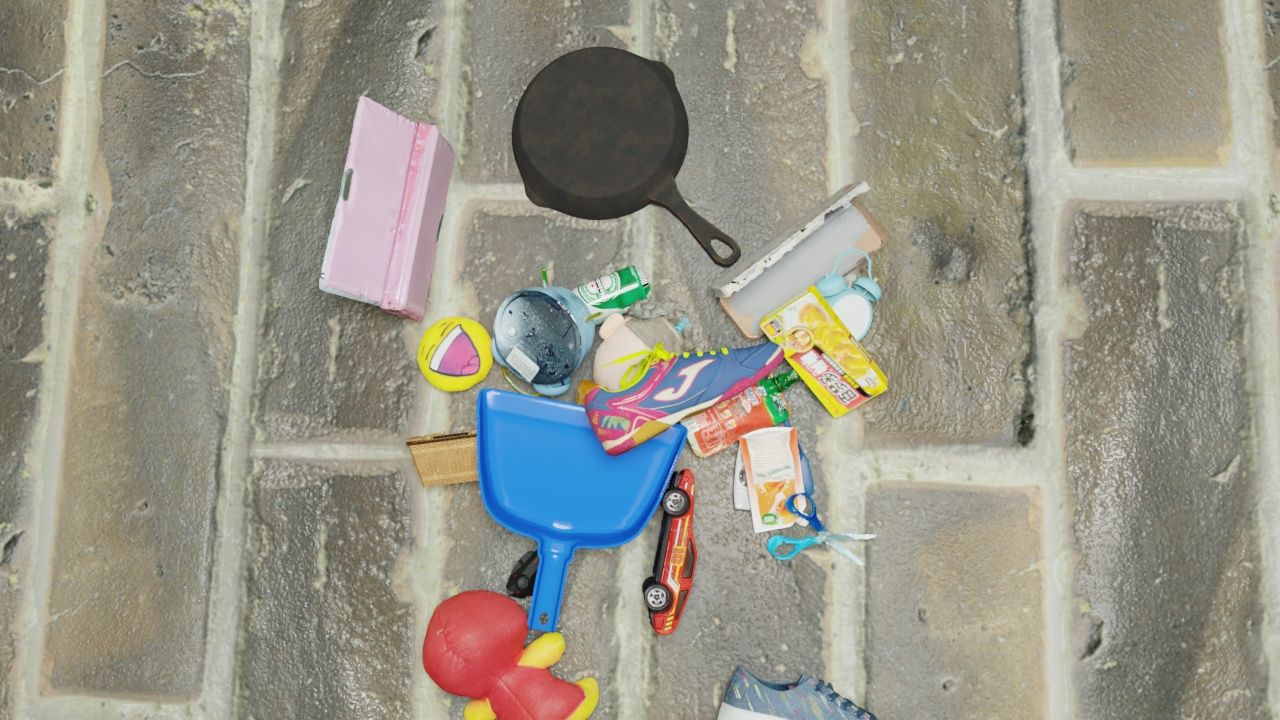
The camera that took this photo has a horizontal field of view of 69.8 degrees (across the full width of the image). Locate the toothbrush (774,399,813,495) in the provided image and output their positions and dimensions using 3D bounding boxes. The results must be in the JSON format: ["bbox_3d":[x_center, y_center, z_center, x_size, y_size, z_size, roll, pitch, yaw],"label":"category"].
[{"bbox_3d":[0.185,0.100,1.109,0.021,0.016,0.132,-17,82,3],"label":"toothbrush"}]

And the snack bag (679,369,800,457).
[{"bbox_3d":[0.120,0.051,1.100,0.155,0.044,0.087,-28,85,3],"label":"snack bag"}]

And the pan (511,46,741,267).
[{"bbox_3d":[-0.008,-0.249,1.148,0.248,0.043,0.356,-45,83,-3],"label":"pan"}]

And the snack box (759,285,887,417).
[{"bbox_3d":[0.215,-0.009,1.076,0.075,0.025,0.152,-34,105,28],"label":"snack box"}]

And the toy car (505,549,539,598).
[{"bbox_3d":[-0.124,0.245,1.098,0.036,0.042,0.091,38,86,30],"label":"toy car"}]

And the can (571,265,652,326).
[{"bbox_3d":[-0.038,-0.078,1.124,0.101,0.053,0.053,-22,82,0],"label":"can"}]

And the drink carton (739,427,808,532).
[{"bbox_3d":[0.160,0.144,1.086,0.069,0.039,0.122,-10,101,-2],"label":"drink carton"}]

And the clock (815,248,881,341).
[{"bbox_3d":[0.244,-0.073,1.097,0.087,0.042,0.123,4,104,-25],"label":"clock"}]

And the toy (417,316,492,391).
[{"bbox_3d":[-0.229,-0.008,1.133,0.094,0.041,0.095,34,82,3],"label":"toy"}]

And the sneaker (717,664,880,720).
[{"bbox_3d":[0.208,0.401,1.040,0.235,0.087,0.079,8,78,7],"label":"sneaker"}]

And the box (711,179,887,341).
[{"bbox_3d":[0.196,-0.115,1.109,0.216,0.094,0.107,-36,110,-2],"label":"box"}]

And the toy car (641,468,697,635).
[{"bbox_3d":[0.038,0.220,1.070,0.056,0.081,0.189,9,83,-2],"label":"toy car"}]

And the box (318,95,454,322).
[{"bbox_3d":[-0.286,-0.173,1.093,0.059,0.179,0.232,7,85,22],"label":"box"}]

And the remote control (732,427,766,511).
[{"bbox_3d":[0.134,0.120,1.112,0.039,0.010,0.124,5,83,4],"label":"remote control"}]

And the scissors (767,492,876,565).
[{"bbox_3d":[0.216,0.199,1.080,0.132,0.015,0.110,1,110,6],"label":"scissors"}]

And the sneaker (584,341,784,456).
[{"bbox_3d":[0.051,0.017,1.024,0.241,0.116,0.091,-25,82,-21],"label":"sneaker"}]

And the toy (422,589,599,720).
[{"bbox_3d":[-0.158,0.359,1.061,0.216,0.099,0.147,43,79,2],"label":"toy"}]

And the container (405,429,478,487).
[{"bbox_3d":[-0.219,0.115,1.110,0.114,0.063,0.061,-8,90,2],"label":"container"}]

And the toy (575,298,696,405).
[{"bbox_3d":[-0.007,0.006,1.104,0.176,0.076,0.132,-41,99,-3],"label":"toy"}]

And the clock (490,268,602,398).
[{"bbox_3d":[-0.120,-0.021,1.097,0.118,0.059,0.162,40,120,7],"label":"clock"}]

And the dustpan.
[{"bbox_3d":[-0.089,0.181,1.053,0.245,0.059,0.257,11,93,0],"label":"dustpan"}]
